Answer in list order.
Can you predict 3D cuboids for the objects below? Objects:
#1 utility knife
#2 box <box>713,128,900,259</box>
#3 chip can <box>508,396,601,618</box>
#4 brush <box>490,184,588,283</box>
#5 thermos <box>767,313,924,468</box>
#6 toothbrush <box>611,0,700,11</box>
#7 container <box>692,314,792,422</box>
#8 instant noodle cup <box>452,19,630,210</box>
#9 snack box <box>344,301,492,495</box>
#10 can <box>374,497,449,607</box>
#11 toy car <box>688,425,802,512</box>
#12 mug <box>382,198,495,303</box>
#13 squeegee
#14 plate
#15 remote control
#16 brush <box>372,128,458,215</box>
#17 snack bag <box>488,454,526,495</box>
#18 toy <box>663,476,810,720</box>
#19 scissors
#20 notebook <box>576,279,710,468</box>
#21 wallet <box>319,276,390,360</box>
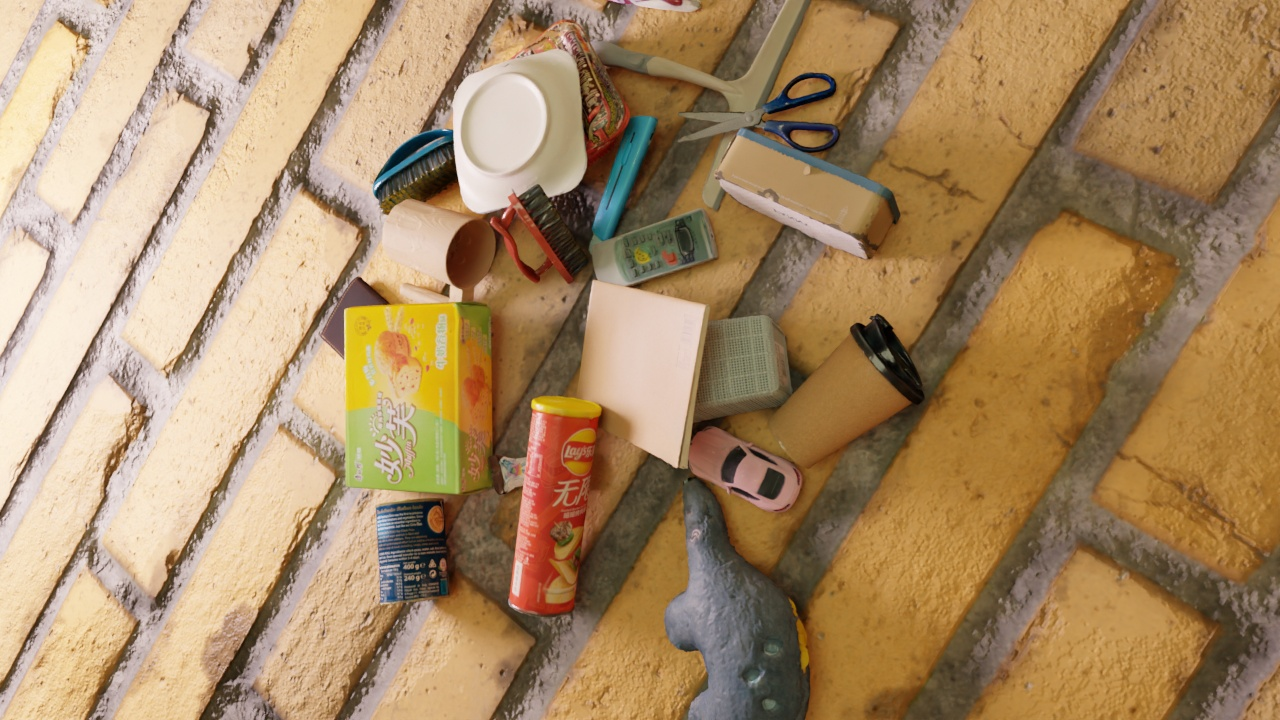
[{"bbox_3d":[-0.024,-0.190,1.007,0.034,0.018,0.166,27,102,27],"label":"utility knife"},{"bbox_3d":[0.166,-0.158,0.891,0.184,0.089,0.059,27,91,23],"label":"box"},{"bbox_3d":[-0.088,0.148,0.936,0.073,0.073,0.216,10,95,25],"label":"chip can"},{"bbox_3d":[-0.111,-0.130,0.973,0.069,0.146,0.063,-34,68,0],"label":"brush"},{"bbox_3d":[0.190,0.033,0.850,0.143,0.093,0.093,-42,67,20],"label":"thermos"},{"bbox_3d":[-0.015,-0.418,1.053,0.188,0.017,0.016,17,88,26],"label":"toothbrush"},{"bbox_3d":[0.084,0.007,0.897,0.112,0.090,0.090,-9,77,19],"label":"container"},{"bbox_3d":[-0.107,-0.266,1.032,0.189,0.079,0.164,-31,70,15],"label":"instant noodle cup"},{"bbox_3d":[-0.249,0.041,1.029,0.158,0.070,0.210,-1,89,24],"label":"snack box"},{"bbox_3d":[-0.252,0.212,1.013,0.075,0.075,0.111,-11,77,21],"label":"can"},{"bbox_3d":[0.100,0.106,0.901,0.122,0.037,0.056,24,89,26],"label":"toy car"},{"bbox_3d":[-0.237,-0.118,1.071,0.104,0.084,0.125,21,116,26],"label":"mug"},{"bbox_3d":[0.025,-0.319,1.007,0.247,0.039,0.246,25,91,25],"label":"squeegee"},{"bbox_3d":[-0.139,-0.248,0.984,0.164,0.034,0.163,-9,83,23],"label":"plate"},{"bbox_3d":[0.013,-0.116,0.981,0.135,0.019,0.056,-15,88,20],"label":"remote control"},{"bbox_3d":[-0.264,-0.235,1.108,0.144,0.055,0.073,-28,71,17],"label":"brush"},{"bbox_3d":[-0.116,0.119,0.997,0.105,0.026,0.045,-9,93,21],"label":"snack bag"},{"bbox_3d":[0.092,0.279,0.853,0.138,0.091,0.356,-23,69,47],"label":"toy"},{"bbox_3d":[0.126,-0.259,0.950,0.169,0.012,0.146,30,87,14],"label":"scissors"},{"bbox_3d":[-0.005,0.005,0.899,0.212,0.012,0.149,19,103,57],"label":"notebook"},{"bbox_3d":[-0.333,-0.032,1.123,0.122,0.020,0.096,40,102,23],"label":"wallet"}]
